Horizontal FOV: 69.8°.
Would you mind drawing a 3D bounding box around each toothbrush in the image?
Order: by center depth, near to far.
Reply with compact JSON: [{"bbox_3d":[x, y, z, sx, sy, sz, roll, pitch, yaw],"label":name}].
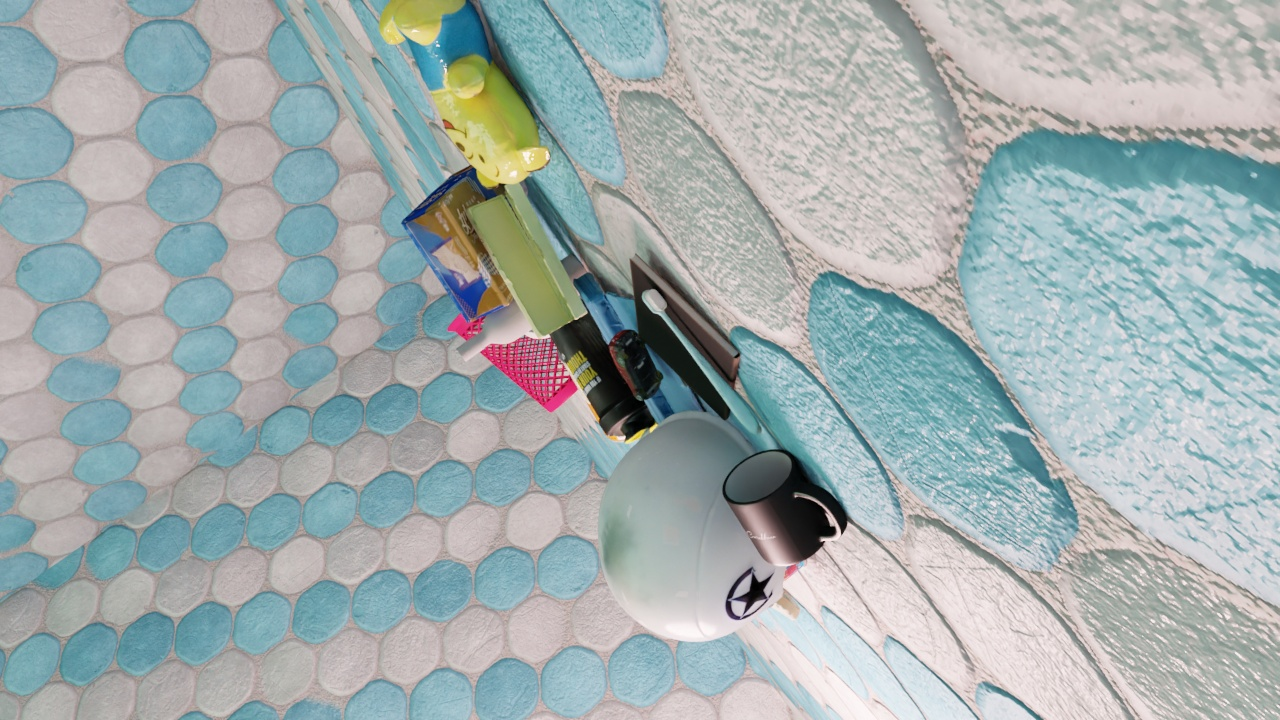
[{"bbox_3d":[0.061,0.003,0.879,0.180,0.016,0.017,51,160,-12],"label":"toothbrush"}]

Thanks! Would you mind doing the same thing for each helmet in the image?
[{"bbox_3d":[0.041,0.200,1.053,0.237,0.163,0.264,20,119,38],"label":"helmet"}]

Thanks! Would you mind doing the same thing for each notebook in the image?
[{"bbox_3d":[0.045,-0.017,0.942,0.141,0.008,0.209,45,168,15],"label":"notebook"}]

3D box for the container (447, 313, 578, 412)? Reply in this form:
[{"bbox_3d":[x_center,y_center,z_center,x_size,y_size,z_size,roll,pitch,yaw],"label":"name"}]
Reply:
[{"bbox_3d":[-0.188,-0.034,1.589,0.226,0.183,0.183,47,171,-5],"label":"container"}]

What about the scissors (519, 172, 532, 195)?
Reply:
[{"bbox_3d":[-0.182,-0.274,1.146,0.170,0.013,0.173,45,165,22],"label":"scissors"}]

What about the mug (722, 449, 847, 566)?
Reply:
[{"bbox_3d":[0.148,0.146,0.899,0.114,0.078,0.088,-3,127,47],"label":"mug"}]

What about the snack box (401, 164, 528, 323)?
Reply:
[{"bbox_3d":[-0.216,-0.166,1.222,0.155,0.069,0.202,59,-159,-21],"label":"snack box"}]

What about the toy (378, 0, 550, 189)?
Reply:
[{"bbox_3d":[-0.164,-0.263,0.895,0.214,0.084,0.149,57,171,-32],"label":"toy"}]

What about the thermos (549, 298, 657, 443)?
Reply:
[{"bbox_3d":[-0.052,0.017,1.331,0.220,0.098,0.098,55,171,13],"label":"thermos"}]

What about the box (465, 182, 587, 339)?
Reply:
[{"bbox_3d":[-0.132,-0.130,1.153,0.188,0.091,0.077,60,-164,-5],"label":"box"}]

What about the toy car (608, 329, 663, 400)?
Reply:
[{"bbox_3d":[-0.006,0.006,1.082,0.036,0.042,0.091,5,134,49],"label":"toy car"}]

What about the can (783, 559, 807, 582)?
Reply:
[{"bbox_3d":[0.157,0.228,1.195,0.130,0.044,0.130,51,170,12],"label":"can"}]

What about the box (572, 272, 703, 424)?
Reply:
[{"bbox_3d":[0.003,0.004,1.153,0.232,0.047,0.177,59,168,-28],"label":"box"}]

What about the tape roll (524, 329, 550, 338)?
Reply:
[{"bbox_3d":[-0.149,-0.075,1.437,0.094,0.093,0.018,46,168,39],"label":"tape roll"}]

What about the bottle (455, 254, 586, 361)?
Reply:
[{"bbox_3d":[-0.157,-0.064,1.208,0.052,0.195,0.052,52,170,12],"label":"bottle"}]

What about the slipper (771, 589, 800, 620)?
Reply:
[{"bbox_3d":[0.103,0.237,1.191,0.273,0.054,0.114,37,164,33],"label":"slipper"}]

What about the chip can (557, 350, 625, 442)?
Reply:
[{"bbox_3d":[-0.060,0.043,1.482,0.075,0.075,0.215,45,167,41],"label":"chip can"}]
